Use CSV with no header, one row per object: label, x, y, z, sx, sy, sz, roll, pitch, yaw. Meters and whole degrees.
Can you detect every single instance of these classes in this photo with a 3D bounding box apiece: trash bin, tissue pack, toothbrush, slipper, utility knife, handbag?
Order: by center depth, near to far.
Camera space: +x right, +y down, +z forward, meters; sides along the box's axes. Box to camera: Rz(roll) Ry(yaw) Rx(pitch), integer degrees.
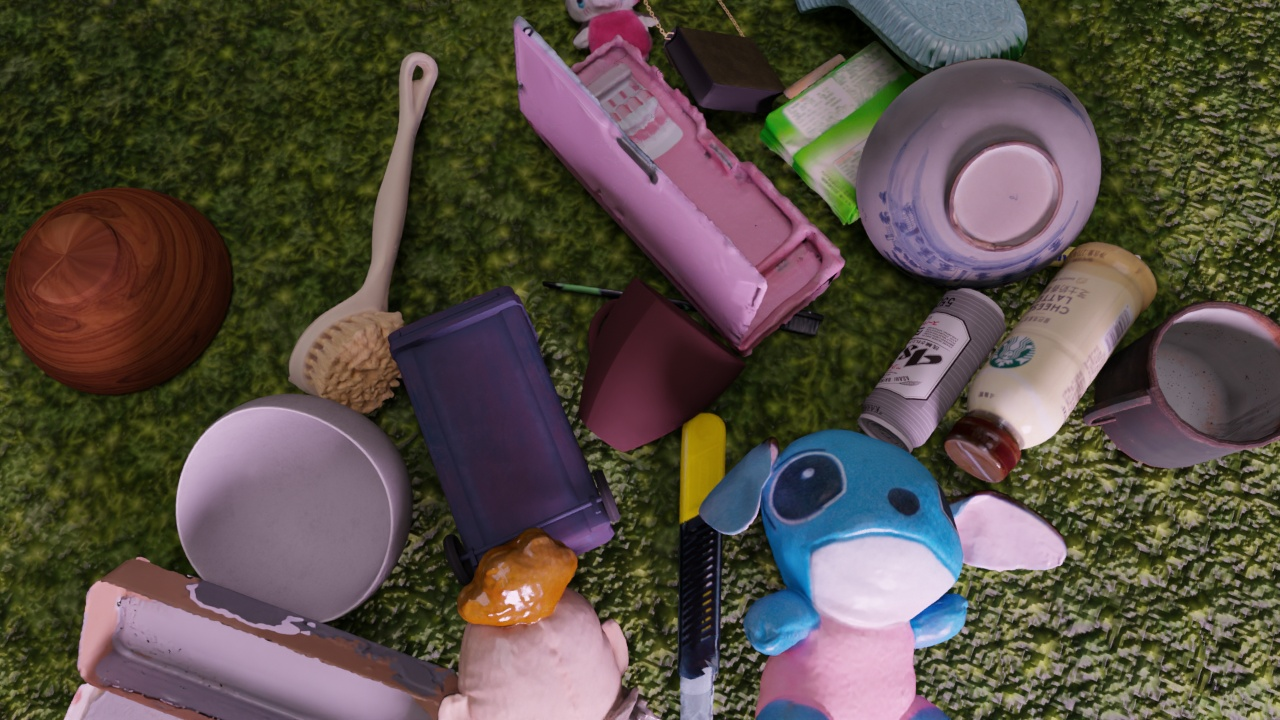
trash bin,-0.083,0.043,0.549,0.093,0.092,0.160,-23,73,-4
utility knife,0.035,0.129,0.556,0.029,0.020,0.197,2,73,5
toothbrush,0.026,-0.036,0.608,0.188,0.014,0.017,8,82,5
tissue pack,0.151,-0.158,0.626,0.114,0.034,0.099,-36,75,-8
slipper,0.169,-0.278,0.642,0.116,0.070,0.276,-19,60,-7
handbag,0.033,-0.247,0.649,0.084,0.028,0.178,-8,62,-38

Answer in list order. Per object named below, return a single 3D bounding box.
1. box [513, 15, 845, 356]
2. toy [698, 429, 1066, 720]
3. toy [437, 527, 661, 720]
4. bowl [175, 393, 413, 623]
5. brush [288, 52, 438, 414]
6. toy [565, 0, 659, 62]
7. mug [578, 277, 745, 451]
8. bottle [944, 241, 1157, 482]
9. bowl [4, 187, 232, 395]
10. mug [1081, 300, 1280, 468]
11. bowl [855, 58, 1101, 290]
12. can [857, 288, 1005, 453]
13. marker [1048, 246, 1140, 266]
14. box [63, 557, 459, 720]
box,0.020,-0.124,0.567,0.099,0.115,0.232,-37,74,-7
toy,0.132,0.135,0.514,0.223,0.099,0.191,12,75,-22
toy,-0.059,0.169,0.491,0.076,0.132,0.176,13,114,43
bowl,-0.198,0.083,0.548,0.132,0.064,0.132,1,100,6
brush,-0.172,-0.093,0.615,0.077,0.062,0.271,1,69,19
toy,-0.023,-0.260,0.659,0.065,0.050,0.102,-15,79,-6
mug,-0.003,0.003,0.573,0.088,0.087,0.114,-52,46,7
bottle,0.246,0.001,0.557,0.056,0.056,0.162,39,75,12
bowl,-0.356,-0.056,0.604,0.147,0.069,0.147,-1,74,3
mug,0.311,0.021,0.541,0.111,0.081,0.085,-14,74,-2
bowl,0.212,-0.104,0.555,0.151,0.056,0.151,0,113,1
can,0.182,0.006,0.571,0.044,0.044,0.106,37,79,12
marker,0.259,-0.070,0.605,0.132,0.014,0.014,6,74,5
box,-0.220,0.214,0.519,0.216,0.063,0.157,19,87,2
